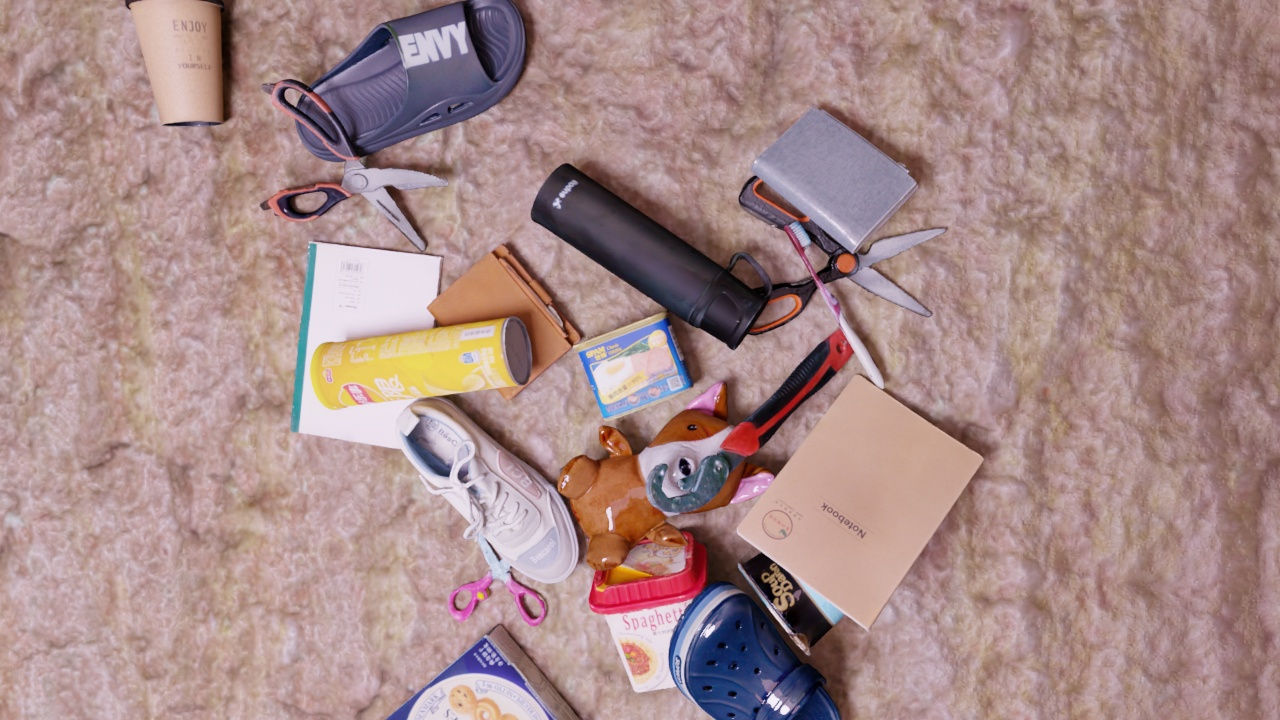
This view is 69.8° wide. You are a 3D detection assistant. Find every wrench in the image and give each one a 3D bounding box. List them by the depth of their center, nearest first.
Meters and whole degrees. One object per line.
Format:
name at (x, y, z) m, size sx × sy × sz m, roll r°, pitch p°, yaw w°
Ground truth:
wrench at (0.113, 0.055, 0.867) m, size 0.272 × 0.016 × 0.056 m, roll -37°, pitch 102°, yaw -23°

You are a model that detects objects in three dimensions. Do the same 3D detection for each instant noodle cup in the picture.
instant noodle cup at (0.175, 0.206, 0.893) m, size 0.120 × 0.111 × 0.111 m, roll -38°, pitch 88°, yaw -1°
instant noodle cup at (0.018, 0.252, 0.913) m, size 0.116 × 0.116 × 0.124 m, roll -12°, pitch 103°, yaw 7°

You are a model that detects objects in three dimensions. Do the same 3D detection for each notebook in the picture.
notebook at (0.210, 0.127, 0.868) m, size 0.148 × 0.008 × 0.207 m, roll 36°, pitch 69°, yaw 17°
notebook at (-0.294, -0.015, 0.981) m, size 0.150 × 0.012 × 0.209 m, roll 8°, pitch 94°, yaw 7°

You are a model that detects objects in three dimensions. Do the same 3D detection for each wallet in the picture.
wallet at (0.188, -0.176, 0.882) m, size 0.130 × 0.037 × 0.106 m, roll 42°, pitch 73°, yaw 14°
wallet at (-0.140, -0.040, 0.951) m, size 0.108 × 0.031 × 0.132 m, roll -41°, pitch 92°, yaw 7°

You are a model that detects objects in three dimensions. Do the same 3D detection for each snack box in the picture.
snack box at (-0.164, 0.408, 0.973) m, size 0.182 × 0.045 × 0.178 m, roll -41°, pitch 87°, yaw 7°

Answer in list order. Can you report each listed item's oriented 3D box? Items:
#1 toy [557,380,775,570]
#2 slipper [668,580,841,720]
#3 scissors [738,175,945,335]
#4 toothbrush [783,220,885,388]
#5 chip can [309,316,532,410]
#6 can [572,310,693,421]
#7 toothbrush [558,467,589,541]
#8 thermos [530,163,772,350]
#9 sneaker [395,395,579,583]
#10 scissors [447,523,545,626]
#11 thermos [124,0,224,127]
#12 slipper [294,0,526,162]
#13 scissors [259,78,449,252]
toy at (0.022, 0.113, 0.901) m, size 0.199 × 0.130 × 0.140 m, roll -24°, pitch 84°, yaw -2°
slipper at (0.119, 0.315, 0.860) m, size 0.105 × 0.095 × 0.253 m, roll -45°, pitch 120°, yaw -14°
scissors at (0.181, -0.098, 0.915) m, size 0.232 × 0.021 × 0.221 m, roll -40°, pitch 93°, yaw 9°
toothbrush at (0.194, -0.054, 0.901) m, size 0.017 × 0.016 × 0.187 m, roll -31°, pitch 94°, yaw -1°
chip can at (-0.220, 0.003, 0.919) m, size 0.214 × 0.072 × 0.072 m, roll -8°, pitch 92°, yaw 15°
can at (-0.005, 0.005, 0.925) m, size 0.102 × 0.057 × 0.083 m, roll -20°, pitch 93°, yaw 8°
toothbrush at (-0.050, 0.199, 0.963) m, size 0.018 × 0.014 × 0.189 m, roll -17°, pitch 91°, yaw 18°
thermos at (0.015, -0.109, 0.906) m, size 0.242 × 0.068 × 0.089 m, roll 34°, pitch 73°, yaw 7°
sneaker at (-0.153, 0.131, 0.926) m, size 0.089 × 0.090 × 0.242 m, roll -44°, pitch 91°, yaw 1°
scissors at (-0.147, 0.232, 0.977) m, size 0.135 × 0.017 × 0.133 m, roll 37°, pitch 93°, yaw 6°
thermos at (-0.475, -0.318, 0.952) m, size 0.093 × 0.093 × 0.143 m, roll -3°, pitch 100°, yaw 7°
slipper at (-0.239, -0.283, 0.926) m, size 0.268 × 0.083 × 0.110 m, roll -23°, pitch 92°, yaw 9°
scissors at (-0.304, -0.197, 0.944) m, size 0.223 × 0.015 × 0.189 m, roll -2°, pitch 116°, yaw 13°
